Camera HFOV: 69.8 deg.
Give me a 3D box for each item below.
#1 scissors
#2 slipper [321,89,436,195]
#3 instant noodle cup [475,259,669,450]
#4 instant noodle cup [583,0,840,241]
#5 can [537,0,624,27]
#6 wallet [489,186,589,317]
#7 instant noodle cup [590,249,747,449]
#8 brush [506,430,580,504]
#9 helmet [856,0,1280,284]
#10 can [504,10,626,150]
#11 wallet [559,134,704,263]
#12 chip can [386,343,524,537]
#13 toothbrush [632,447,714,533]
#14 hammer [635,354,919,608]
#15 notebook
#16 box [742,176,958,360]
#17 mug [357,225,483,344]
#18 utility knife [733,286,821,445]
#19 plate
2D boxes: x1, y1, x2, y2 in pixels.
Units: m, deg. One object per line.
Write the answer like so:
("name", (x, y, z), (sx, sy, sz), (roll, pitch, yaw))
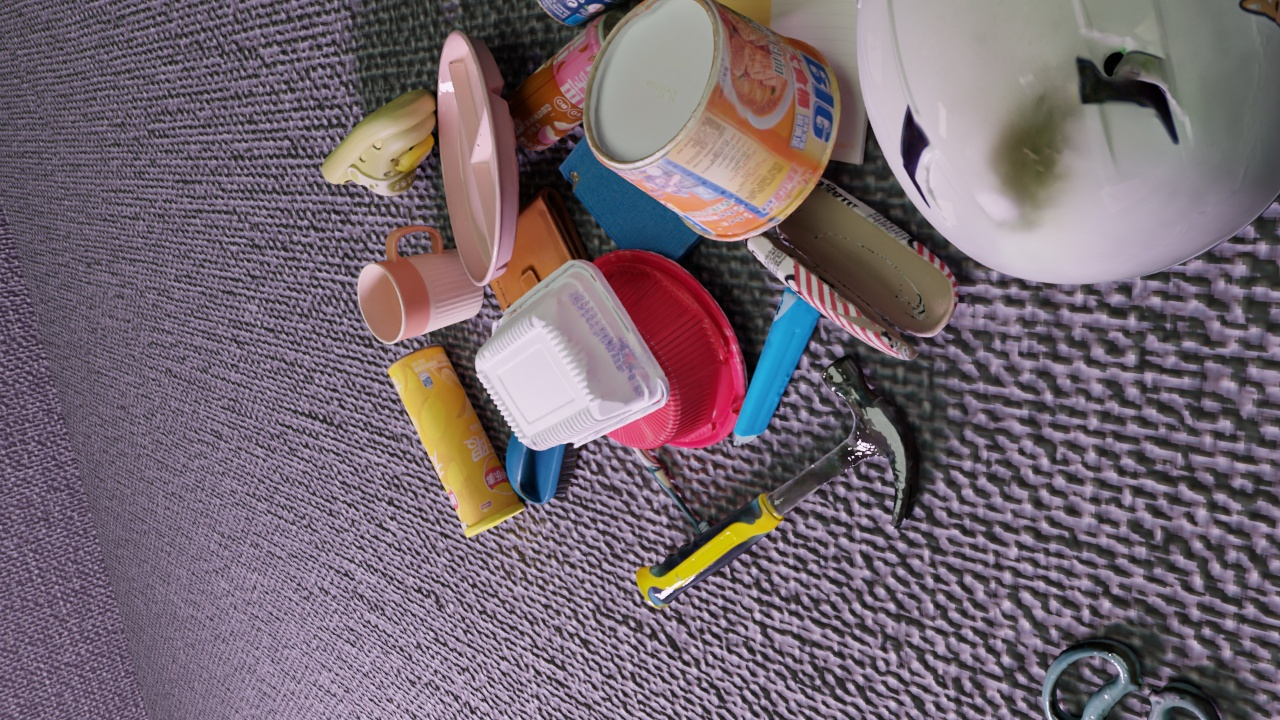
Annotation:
("scissors", (0.307, 0.262, 0.644), (0.130, 0.019, 0.186), (47, 130, 21))
("slipper", (-0.267, -0.221, 0.976), (0.191, 0.091, 0.081), (-15, 119, 47))
("instant noodle cup", (-0.070, 0.009, 0.760), (0.174, 0.060, 0.138), (-29, 95, 49))
("instant noodle cup", (0.040, -0.167, 0.616), (0.152, 0.111, 0.151), (-14, 69, 41))
("can", (-0.028, -0.313, 0.704), (0.111, 0.075, 0.075), (-11, 97, 46))
("wallet", (-0.104, -0.091, 0.896), (0.132, 0.031, 0.108), (-29, 83, 47))
("instant noodle cup", (-0.005, 0.005, 0.789), (0.194, 0.065, 0.194), (27, 134, 32))
("brush", (-0.101, 0.088, 0.929), (0.055, 0.073, 0.144), (38, 129, 33))
("helmet", (0.208, -0.165, 0.478), (0.231, 0.156, 0.274), (-17, 93, 45))
("can", (-0.056, -0.233, 0.775), (0.148, 0.057, 0.058), (-22, 90, 46))
("wallet", (-0.001, -0.141, 0.769), (0.133, 0.040, 0.107), (52, 134, 6))
("chip can", (-0.209, 0.089, 1.036), (0.072, 0.071, 0.213), (-35, 80, 45))
("toothbrush", (0.017, 0.100, 0.863), (0.191, 0.016, 0.018), (52, 124, 16))
("hammer", (0.101, 0.134, 0.770), (0.126, 0.031, 0.324), (55, 130, 13))
("notebook", (0.104, -0.251, 0.648), (0.146, 0.010, 0.206), (20, 119, 38))
("box", (0.147, -0.073, 0.644), (0.163, 0.076, 0.087), (41, 102, 29))
("mug", (-0.231, -0.085, 0.964), (0.082, 0.105, 0.115), (16, 116, 39))
("utility knife", (0.105, 0.011, 0.734), (0.018, 0.034, 0.160), (-104, 26, -51))
("plate", (-0.151, -0.184, 0.850), (0.230, 0.028, 0.229), (171, 90, -68))
